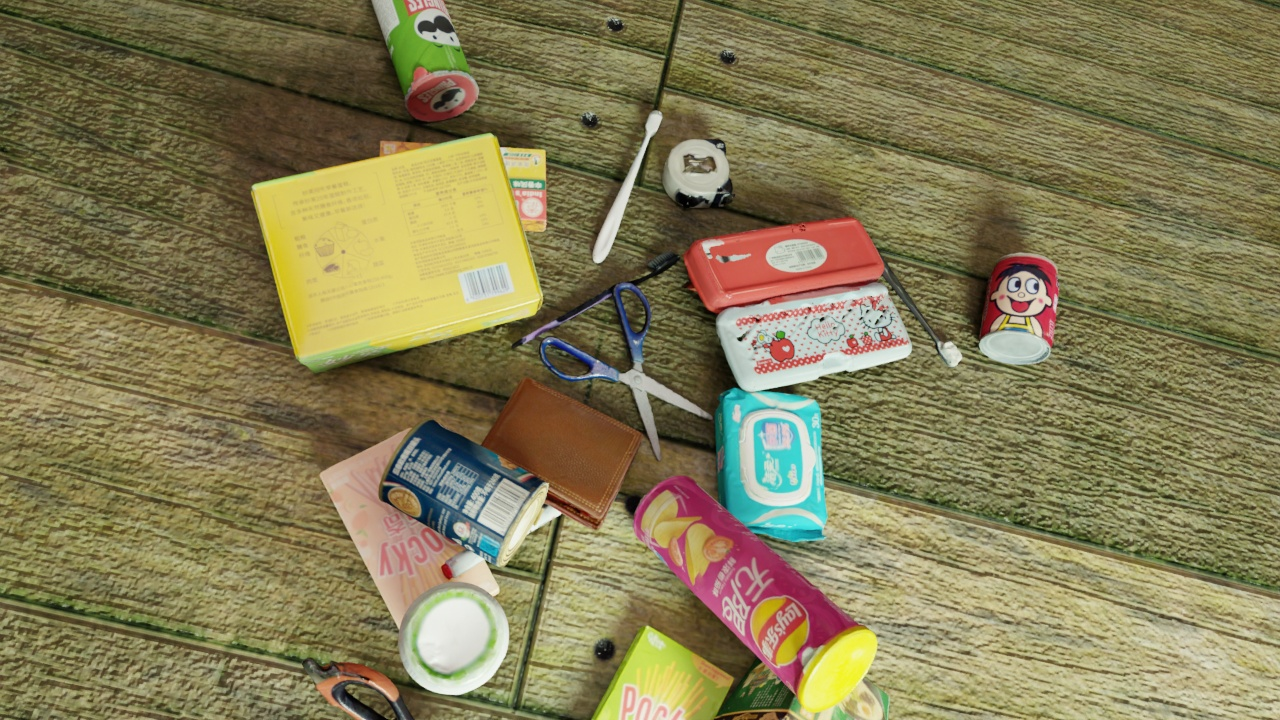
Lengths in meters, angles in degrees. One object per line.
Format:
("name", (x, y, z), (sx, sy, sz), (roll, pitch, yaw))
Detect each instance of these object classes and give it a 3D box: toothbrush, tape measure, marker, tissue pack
("toothbrush", (-0.013, -0.172, 0.907), (0.016, 0.016, 0.179), (21, 70, 0))
("toothbrush", (0.262, -0.070, 0.918), (0.015, 0.018, 0.181), (-30, 77, -16))
("tape measure", (0.056, -0.185, 0.913), (0.066, 0.034, 0.065), (-6, 70, -13))
("marker", (-0.099, 0.138, 0.757), (0.145, 0.017, 0.017), (-27, 77, -33))
("toothbrush", (-0.041, -0.059, 0.860), (0.188, 0.014, 0.016), (-30, 71, -18))
("tissue pack", (0.115, 0.094, 0.813), (0.093, 0.050, 0.133), (3, 70, -10))

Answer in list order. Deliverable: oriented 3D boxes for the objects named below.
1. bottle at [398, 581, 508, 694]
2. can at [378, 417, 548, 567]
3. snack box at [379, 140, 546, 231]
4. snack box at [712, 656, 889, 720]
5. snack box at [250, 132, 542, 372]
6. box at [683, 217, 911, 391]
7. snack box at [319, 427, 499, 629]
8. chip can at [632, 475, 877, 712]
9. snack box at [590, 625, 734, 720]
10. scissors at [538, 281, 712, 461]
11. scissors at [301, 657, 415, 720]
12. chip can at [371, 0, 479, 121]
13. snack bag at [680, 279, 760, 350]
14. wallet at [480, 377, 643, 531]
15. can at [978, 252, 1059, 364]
("bottle", (-0.130, 0.202, 0.650), (0.068, 0.197, 0.068), (3, 69, -9))
("can", (-0.135, 0.103, 0.714), (0.111, 0.075, 0.075), (28, 68, 8))
("snack box", (-0.167, -0.164, 0.867), (0.155, 0.027, 0.077), (1, 72, -10))
("snack box", (0.129, 0.288, 0.711), (0.117, 0.118, 0.105), (41, 55, -10))
("snack box", (-0.206, -0.093, 0.793), (0.210, 0.070, 0.157), (-16, 84, -11))
("box", (0.152, -0.057, 0.860), (0.200, 0.039, 0.158), (-12, 64, -25))
("snack box", (-0.189, 0.142, 0.753), (0.084, 0.026, 0.157), (-28, 77, -19))
("chip can", (0.080, 0.172, 0.709), (0.071, 0.071, 0.210), (-32, 41, -19))
("snack box", (0.002, 0.301, 0.731), (0.086, 0.026, 0.156), (32, 68, 1))
("scissors", (-0.013, 0.007, 0.836), (0.174, 0.012, 0.162), (8, 75, -8))
("scissors", (-0.176, 0.289, 0.671), (0.189, 0.015, 0.225), (-38, 115, 13))
("chip can", (-0.229, -0.353, 0.901), (0.072, 0.072, 0.236), (-17, 74, -16))
("snack bag", (0.089, -0.050, 0.873), (0.104, 0.026, 0.048), (45, 68, 7))
("wallet", (-0.068, 0.076, 0.785), (0.124, 0.032, 0.101), (27, 48, 1))
("can", (0.374, -0.052, 0.904), (0.066, 0.067, 0.093), (19, 68, -3))
